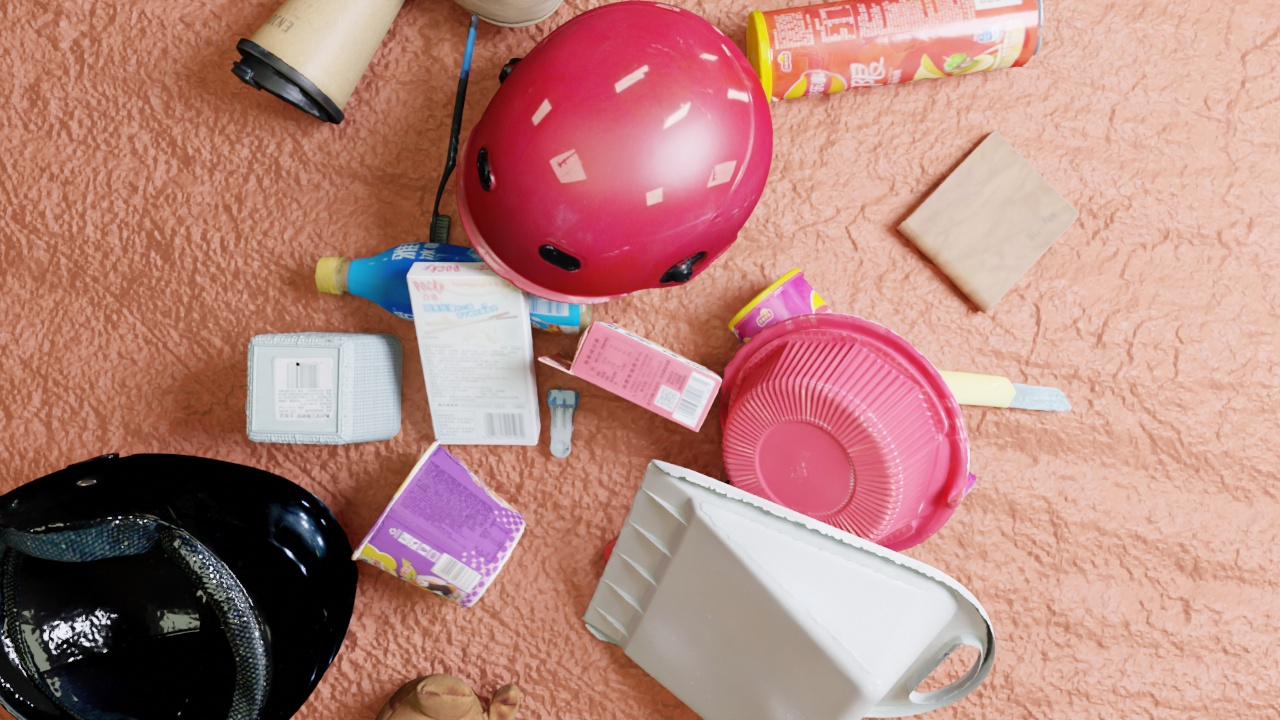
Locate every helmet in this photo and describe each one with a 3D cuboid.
[{"bbox_3d":[-0.348,0.181,0.663,0.275,0.229,0.233,2,98,24],"label":"helmet"},{"bbox_3d":[-0.007,-0.158,0.652,0.239,0.144,0.207,-39,88,-30],"label":"helmet"}]

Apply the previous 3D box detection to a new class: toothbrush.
[{"bbox_3d":[-0.147,-0.177,0.732,0.016,0.014,0.190,15,108,2],"label":"toothbrush"}]

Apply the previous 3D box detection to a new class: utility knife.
[{"bbox_3d":[0.248,0.024,0.740,0.196,0.020,0.031,5,93,9],"label":"utility knife"}]

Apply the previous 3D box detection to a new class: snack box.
[{"bbox_3d":[-0.004,0.004,0.702,0.127,0.113,0.044,25,94,2],"label":"snack box"},{"bbox_3d":[-0.126,-0.002,0.711,0.085,0.026,0.157,1,123,3],"label":"snack box"}]

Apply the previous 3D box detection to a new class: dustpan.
[{"bbox_3d":[0.116,0.191,0.686,0.258,0.142,0.223,40,136,21],"label":"dustpan"}]

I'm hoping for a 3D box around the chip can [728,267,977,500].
[{"bbox_3d":[0.162,0.030,0.706,0.071,0.071,0.210,-40,82,2],"label":"chip can"}]

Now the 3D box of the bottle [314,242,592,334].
[{"bbox_3d":[-0.147,-0.060,0.733,0.219,0.065,0.065,4,90,3],"label":"bottle"}]

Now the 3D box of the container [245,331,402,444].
[{"bbox_3d":[-0.245,0.022,0.713,0.090,0.111,0.090,1,91,2],"label":"container"}]

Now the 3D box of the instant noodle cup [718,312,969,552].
[{"bbox_3d":[0.129,0.066,0.657,0.194,0.065,0.194,15,118,31],"label":"instant noodle cup"}]

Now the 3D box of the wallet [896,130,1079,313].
[{"bbox_3d":[0.281,-0.113,0.740,0.101,0.020,0.115,44,89,0],"label":"wallet"}]

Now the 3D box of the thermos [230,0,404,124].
[{"bbox_3d":[-0.248,-0.259,0.726,0.093,0.093,0.143,33,84,1],"label":"thermos"}]

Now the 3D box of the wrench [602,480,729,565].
[{"bbox_3d":[0.094,0.107,0.749,0.273,0.016,0.056,-24,84,2],"label":"wrench"}]

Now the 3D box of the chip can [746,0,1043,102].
[{"bbox_3d":[0.193,-0.251,0.715,0.216,0.073,0.073,-8,90,2],"label":"chip can"}]

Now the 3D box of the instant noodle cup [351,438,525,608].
[{"bbox_3d":[-0.152,0.133,0.718,0.099,0.111,0.111,35,91,-8],"label":"instant noodle cup"}]

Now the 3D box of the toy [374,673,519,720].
[{"bbox_3d":[-0.122,0.333,0.712,0.140,0.130,0.199,-44,98,-4],"label":"toy"}]

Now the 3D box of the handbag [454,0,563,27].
[{"bbox_3d":[-0.132,-0.356,0.714,0.204,0.100,0.147,38,74,2],"label":"handbag"}]

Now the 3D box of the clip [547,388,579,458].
[{"bbox_3d":[-0.064,0.052,0.754,0.026,0.038,0.058,3,89,0],"label":"clip"}]
